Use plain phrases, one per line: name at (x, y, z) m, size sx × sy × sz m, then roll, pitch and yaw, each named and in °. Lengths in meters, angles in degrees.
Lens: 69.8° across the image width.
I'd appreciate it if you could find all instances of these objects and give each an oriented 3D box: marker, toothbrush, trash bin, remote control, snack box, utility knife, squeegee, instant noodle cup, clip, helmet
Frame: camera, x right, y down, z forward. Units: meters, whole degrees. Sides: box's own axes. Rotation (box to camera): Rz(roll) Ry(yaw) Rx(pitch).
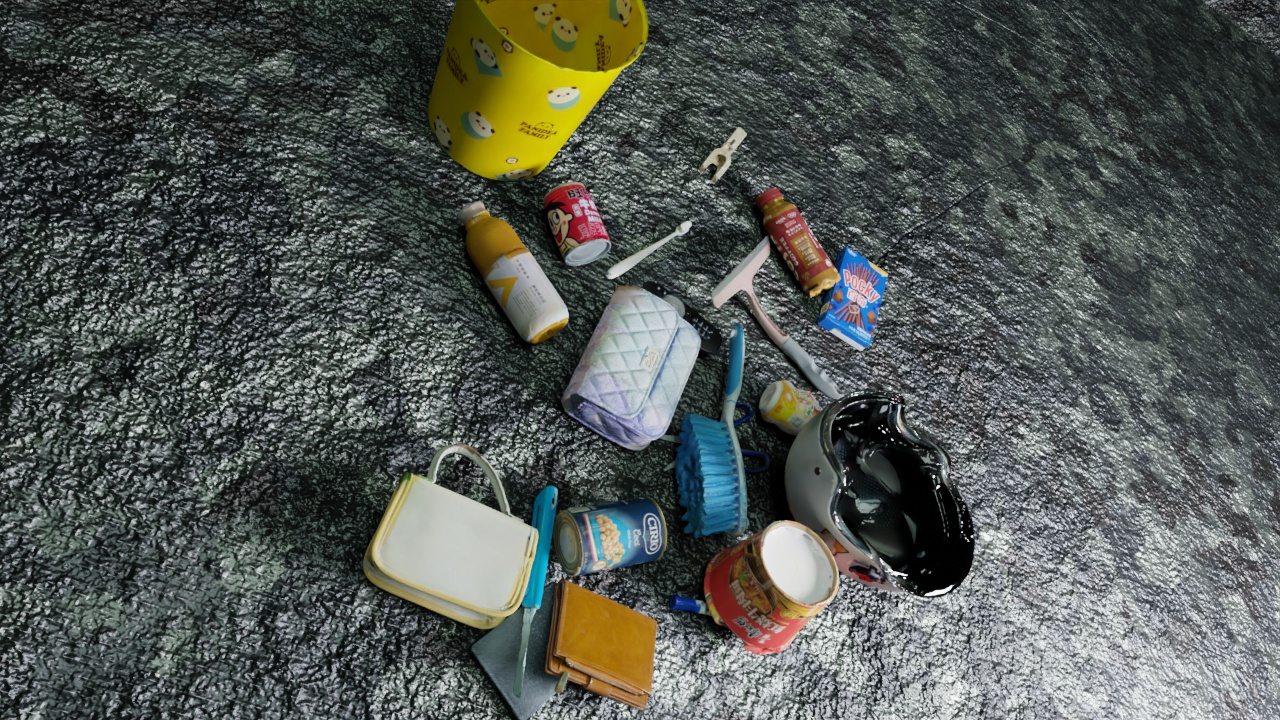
marker at (0.103, 0.303, 1.105) m, size 0.145 × 0.017 × 0.016 m, roll 17°, pitch 59°, yaw -21°
toothbrush at (0.013, -0.156, 1.290) m, size 0.179 × 0.016 × 0.016 m, roll -36°, pitch 84°, yaw -36°
trash bin at (-0.147, -0.375, 1.164) m, size 0.229 × 0.256 × 0.229 m, roll 13°, pitch 60°, yaw -23°
remote control at (0.052, -0.056, 1.255) m, size 0.136 × 0.024 × 0.053 m, roll 38°, pitch 55°, yaw -5°
snack box at (0.332, -0.098, 1.428) m, size 0.084 × 0.026 × 0.156 m, roll 31°, pitch 55°, yaw -11°
utility knife at (-0.115, 0.244, 0.986) m, size 0.018 × 0.034 × 0.237 m, roll 30°, pitch 45°, yaw -29°
squeegee at (0.207, -0.036, 1.322) m, size 0.249 × 0.040 × 0.246 m, roll 52°, pitch 35°, yaw -4°
instant noodle cup at (0.160, 0.260, 1.086) m, size 0.138 × 0.109 × 0.137 m, roll 18°, pitch 46°, yaw -20°
clip at (0.125, -0.317, 1.420) m, size 0.034 × 0.071 × 0.099 m, roll 37°, pitch 60°, yaw -6°
helmet at (0.286, 0.181, 1.182) m, size 0.274 × 0.157 × 0.229 m, roll 51°, pitch 52°, yaw -10°

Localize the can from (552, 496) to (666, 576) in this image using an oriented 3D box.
can at (-0.036, 0.200, 1.045) m, size 0.111 × 0.076 × 0.075 m, roll -4°, pitch 68°, yaw -30°

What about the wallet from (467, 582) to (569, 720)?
wallet at (-0.112, 0.311, 0.984) m, size 0.120 × 0.019 × 0.097 m, roll -33°, pitch 85°, yaw -35°

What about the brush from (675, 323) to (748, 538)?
brush at (0.100, 0.080, 1.185) m, size 0.109 × 0.061 × 0.314 m, roll 11°, pitch 60°, yaw -26°

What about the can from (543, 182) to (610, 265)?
can at (-0.086, -0.182, 1.217) m, size 0.066 × 0.067 × 0.093 m, roll -12°, pitch 72°, yaw -33°

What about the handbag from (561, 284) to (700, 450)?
handbag at (-0.007, 0.007, 1.160) m, size 0.134 × 0.076 × 0.193 m, roll 31°, pitch 54°, yaw -11°

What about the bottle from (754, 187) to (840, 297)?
bottle at (0.236, -0.182, 1.399) m, size 0.057 × 0.058 × 0.175 m, roll -24°, pitch 79°, yaw -35°

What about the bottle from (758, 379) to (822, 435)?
bottle at (0.218, 0.073, 1.257) m, size 0.108 × 0.063 × 0.063 m, roll 30°, pitch 55°, yaw -13°

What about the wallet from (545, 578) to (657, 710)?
wallet at (-0.040, 0.311, 0.990) m, size 0.130 × 0.035 × 0.118 m, roll 31°, pitch 44°, yaw -24°

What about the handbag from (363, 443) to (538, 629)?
handbag at (-0.192, 0.180, 0.981) m, size 0.163 × 0.063 × 0.178 m, roll 26°, pitch 51°, yaw -13°

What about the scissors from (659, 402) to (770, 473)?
scissors at (0.100, 0.104, 1.208) m, size 0.162 × 0.012 × 0.163 m, roll 31°, pitch 57°, yaw -11°

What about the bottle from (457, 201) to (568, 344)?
bottle at (-0.162, -0.112, 1.139) m, size 0.067 × 0.068 × 0.189 m, roll -29°, pitch 82°, yaw -36°
